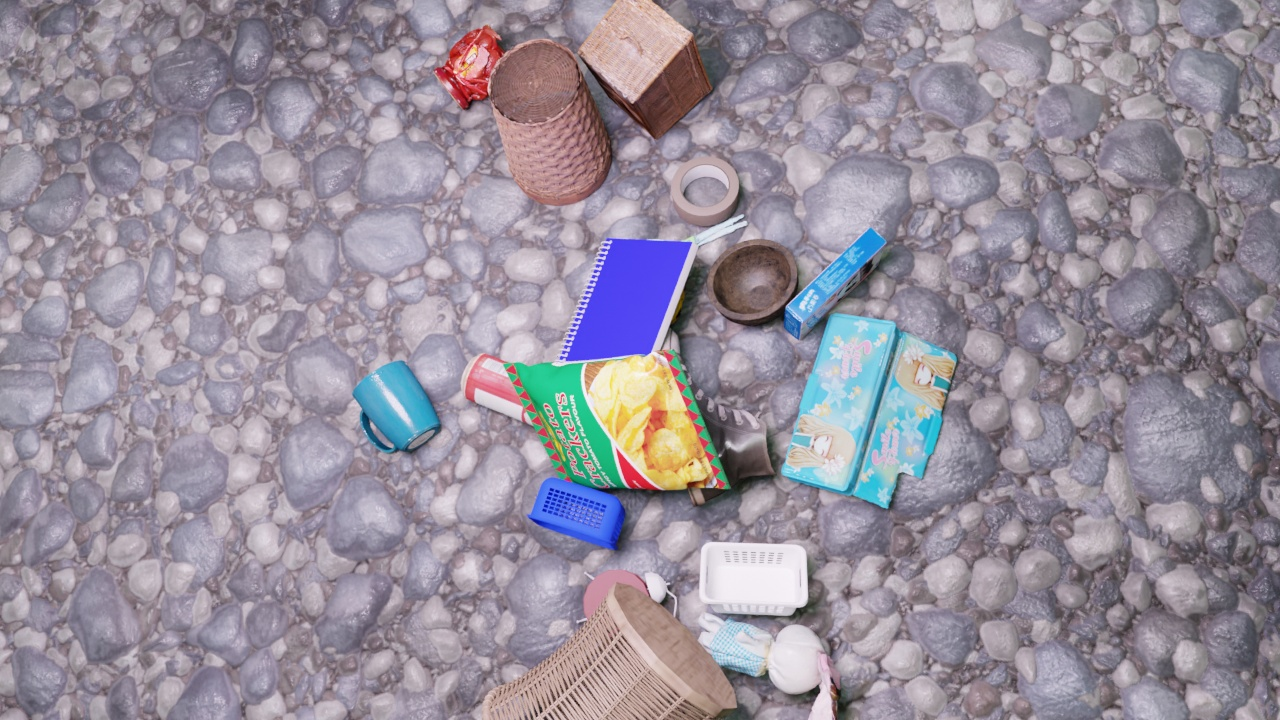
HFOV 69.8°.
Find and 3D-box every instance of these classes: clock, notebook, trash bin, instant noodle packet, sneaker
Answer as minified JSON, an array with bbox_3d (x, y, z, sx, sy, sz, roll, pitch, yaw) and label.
[{"bbox_3d":[-0.017,0.307,1.153,0.124,0.044,0.087,6,77,9],"label":"clock"},{"bbox_3d":[-0.026,-0.062,1.211,0.172,0.022,0.209,10,75,45],"label":"notebook"},{"bbox_3d":[-0.127,-0.318,1.232,0.151,0.210,0.151,-2,76,7],"label":"trash bin"},{"bbox_3d":[-0.033,0.078,1.107,0.253,0.196,0.090,-4,31,35],"label":"instant noodle packet"},{"bbox_3d":[0.088,0.057,1.177,0.120,0.095,0.234,-17,73,0],"label":"sneaker"}]

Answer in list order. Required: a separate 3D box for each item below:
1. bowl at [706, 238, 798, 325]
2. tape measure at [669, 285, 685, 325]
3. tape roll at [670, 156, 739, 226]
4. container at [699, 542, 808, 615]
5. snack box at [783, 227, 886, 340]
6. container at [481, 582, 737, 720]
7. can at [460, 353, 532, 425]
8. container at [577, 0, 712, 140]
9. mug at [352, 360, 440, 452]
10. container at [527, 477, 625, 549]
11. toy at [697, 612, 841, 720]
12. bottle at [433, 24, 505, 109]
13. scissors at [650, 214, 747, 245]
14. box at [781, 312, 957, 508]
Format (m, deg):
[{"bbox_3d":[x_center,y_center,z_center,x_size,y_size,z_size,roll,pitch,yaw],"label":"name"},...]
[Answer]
[{"bbox_3d":[0.154,-0.095,1.219,0.121,0.056,0.121,-9,62,18],"label":"bowl"},{"bbox_3d":[0.025,-0.076,1.248,0.068,0.030,0.058,5,75,9],"label":"tape measure"},{"bbox_3d":[0.090,-0.235,1.272,0.094,0.030,0.093,-2,70,7],"label":"tape roll"},{"bbox_3d":[0.139,0.272,1.129,0.129,0.050,0.080,0,50,7],"label":"container"},{"bbox_3d":[0.251,-0.098,1.195,0.154,0.088,0.033,-43,75,-4],"label":"snack box"},{"bbox_3d":[-0.028,0.387,1.026,0.227,0.227,0.196,43,93,14],"label":"container"},{"bbox_3d":[-0.153,0.047,1.221,0.170,0.067,0.067,21,80,11],"label":"can"},{"bbox_3d":[0.009,-0.395,1.241,0.114,0.198,0.113,44,96,12],"label":"container"},{"bbox_3d":[-0.332,0.074,1.238,0.112,0.084,0.104,-43,80,25],"label":"mug"},{"bbox_3d":[-0.077,0.192,1.164,0.114,0.096,0.058,16,74,10],"label":"container"},{"bbox_3d":[0.161,0.359,1.110,0.206,0.131,0.105,19,35,31],"label":"toy"},{"bbox_3d":[-0.237,-0.426,1.332,0.111,0.099,0.099,-38,75,2],"label":"bottle"},{"bbox_3d":[0.071,-0.158,1.272,0.175,0.033,0.072,-24,71,4],"label":"scissors"},{"bbox_3d":[0.294,0.064,1.164,0.181,0.074,0.227,17,79,12],"label":"box"}]
